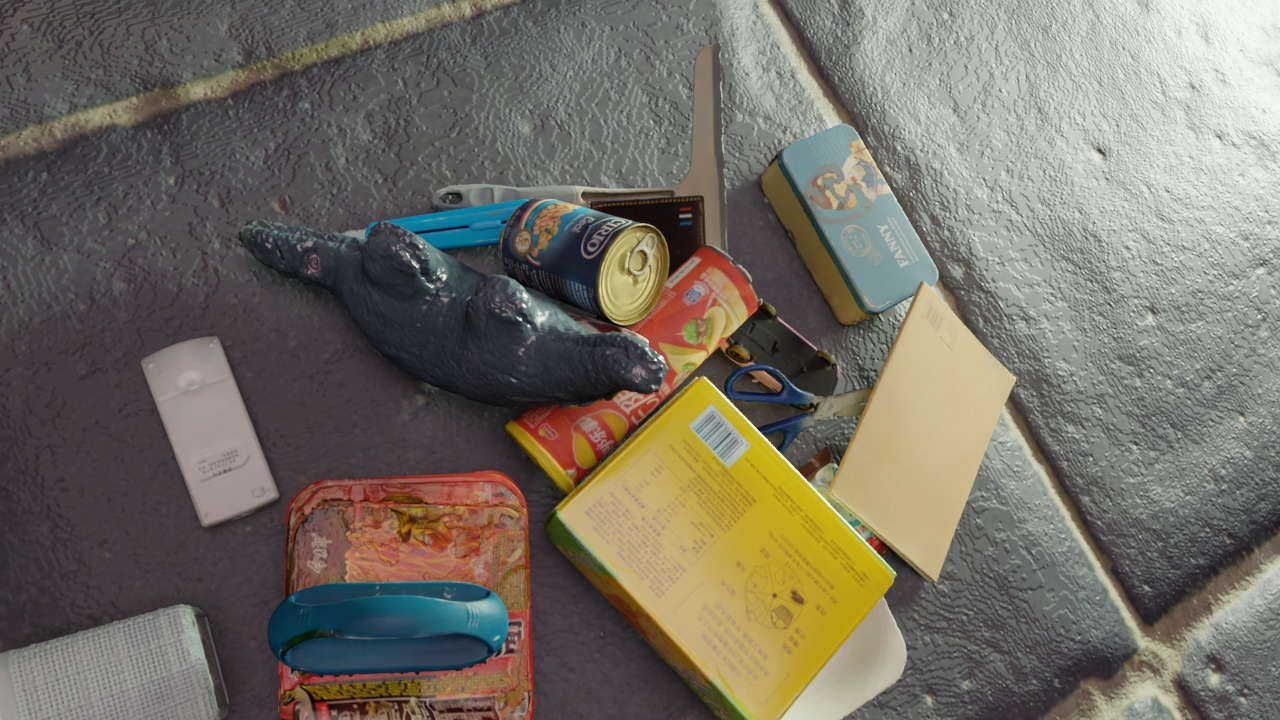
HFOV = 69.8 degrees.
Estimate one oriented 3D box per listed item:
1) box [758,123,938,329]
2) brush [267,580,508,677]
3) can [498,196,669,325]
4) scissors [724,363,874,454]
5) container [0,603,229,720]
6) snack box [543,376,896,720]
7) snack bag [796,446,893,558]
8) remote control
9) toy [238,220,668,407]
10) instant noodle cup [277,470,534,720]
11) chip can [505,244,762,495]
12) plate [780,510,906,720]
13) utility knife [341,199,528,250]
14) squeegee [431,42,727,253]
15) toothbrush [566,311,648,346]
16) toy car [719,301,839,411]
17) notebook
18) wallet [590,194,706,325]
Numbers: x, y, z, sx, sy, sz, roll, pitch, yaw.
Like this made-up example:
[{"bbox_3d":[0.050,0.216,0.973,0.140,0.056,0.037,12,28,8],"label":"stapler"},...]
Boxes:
[{"bbox_3d":[0.187,-0.115,0.821,0.089,0.059,0.184,-28,82,-20],"label":"box"},{"bbox_3d":[-0.152,0.162,0.560,0.143,0.074,0.055,2,65,-12],"label":"brush"},{"bbox_3d":[-0.044,-0.078,0.696,0.111,0.075,0.075,22,63,37],"label":"can"},{"bbox_3d":[0.145,0.032,0.765,0.169,0.012,0.147,-38,108,-3],"label":"scissors"},{"bbox_3d":[-0.329,0.210,0.579,0.111,0.090,0.090,-16,79,-22],"label":"container"},{"bbox_3d":[0.056,0.141,0.672,0.210,0.070,0.157,46,68,5],"label":"snack box"},{"bbox_3d":[0.169,0.126,0.765,0.045,0.026,0.105,-33,84,-20],"label":"snack bag"},{"bbox_3d":[-0.310,0.050,0.663,0.056,0.019,0.135,-22,81,-19],"label":"remote control"},{"bbox_3d":[-0.132,-0.028,0.661,0.357,0.138,0.091,20,72,20],"label":"toy"},{"bbox_3d":[-0.161,0.174,0.636,0.164,0.079,0.188,1,76,-15],"label":"instant noodle cup"},{"bbox_3d":[-0.004,0.004,0.711,0.073,0.073,0.216,45,79,1],"label":"chip can"},{"bbox_3d":[0.113,0.207,0.723,0.164,0.034,0.163,-24,82,-20],"label":"plate"},{"bbox_3d":[-0.160,-0.103,0.734,0.166,0.018,0.034,-8,100,-5],"label":"utility knife"},{"bbox_3d":[-0.050,-0.137,0.776,0.246,0.039,0.246,-4,94,-9],"label":"squeegee"},{"bbox_3d":[-0.075,-0.041,0.703,0.188,0.017,0.016,20,65,25],"label":"toothbrush"},{"bbox_3d":[0.115,-0.004,0.783,0.122,0.037,0.056,37,75,-17],"label":"toy car"},{"bbox_3d":[0.245,0.059,0.781,0.149,0.012,0.211,40,67,-26],"label":"notebook"},{"bbox_3d":[0.009,-0.073,0.760,0.096,0.020,0.122,-4,96,-9],"label":"wallet"}]
